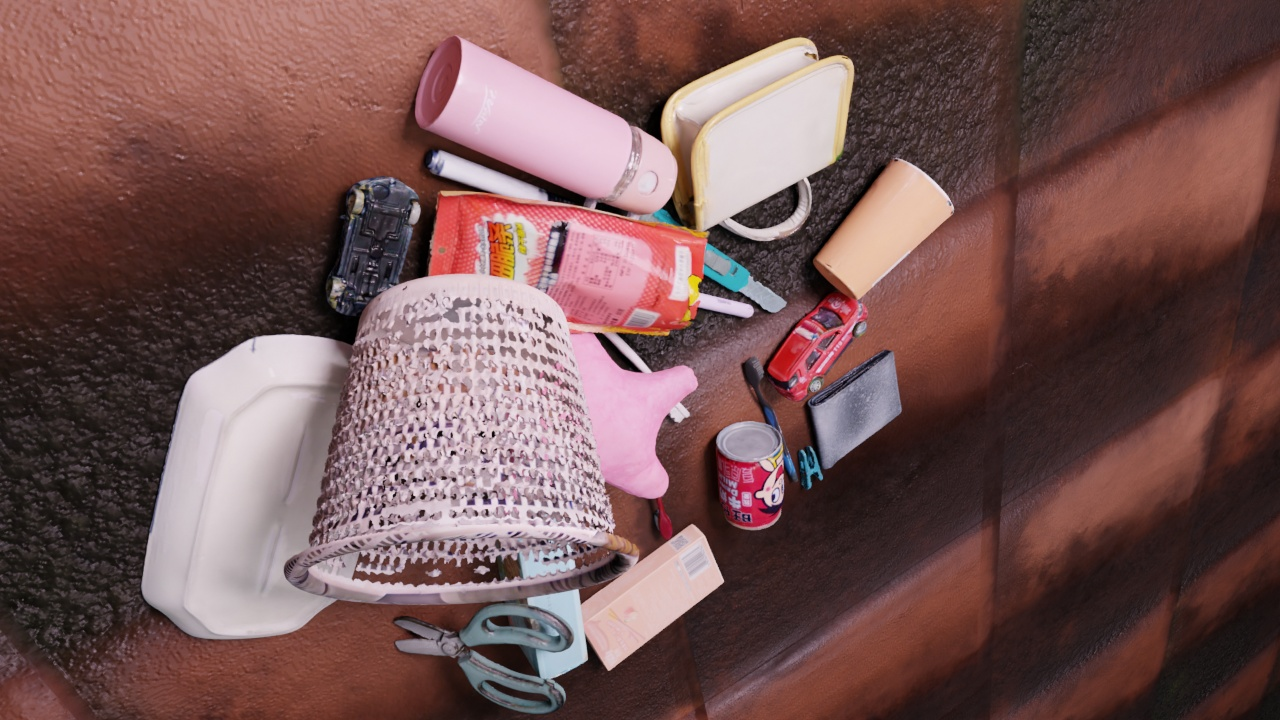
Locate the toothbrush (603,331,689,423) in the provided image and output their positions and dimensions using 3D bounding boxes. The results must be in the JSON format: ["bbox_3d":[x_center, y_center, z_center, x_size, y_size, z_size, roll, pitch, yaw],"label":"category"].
[{"bbox_3d":[-0.005,0.005,0.829,0.016,0.016,0.180,-42,130,0],"label":"toothbrush"}]

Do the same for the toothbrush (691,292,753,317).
[{"bbox_3d":[0.032,-0.061,0.816,0.189,0.029,0.021,11,148,-38],"label":"toothbrush"}]

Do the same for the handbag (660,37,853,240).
[{"bbox_3d":[0.098,-0.169,0.784,0.163,0.063,0.179,-29,141,-17],"label":"handbag"}]

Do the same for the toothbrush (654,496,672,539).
[{"bbox_3d":[0.008,0.101,0.889,0.016,0.017,0.188,-24,123,-17],"label":"toothbrush"}]

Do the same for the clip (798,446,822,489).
[{"bbox_3d":[0.186,0.117,1.013,0.048,0.014,0.057,-28,126,-15],"label":"clip"}]

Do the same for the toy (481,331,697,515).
[{"bbox_3d":[-0.043,0.040,0.776,0.194,0.074,0.178,-9,100,-13],"label":"toy"}]

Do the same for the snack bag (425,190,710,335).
[{"bbox_3d":[-0.057,-0.067,0.703,0.207,0.073,0.129,4,133,-19],"label":"snack bag"}]

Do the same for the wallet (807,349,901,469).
[{"bbox_3d":[0.238,0.053,1.011,0.120,0.019,0.097,-32,129,-17],"label":"wallet"}]

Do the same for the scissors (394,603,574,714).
[{"bbox_3d":[-0.137,0.273,0.824,0.178,0.019,0.169,-6,120,13],"label":"scissors"}]

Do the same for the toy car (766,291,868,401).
[{"bbox_3d":[0.174,-0.017,0.908,0.120,0.053,0.045,-51,132,-1],"label":"toy car"}]

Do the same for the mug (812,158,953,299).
[{"bbox_3d":[0.228,-0.121,0.878,0.123,0.078,0.078,-48,130,4],"label":"mug"}]

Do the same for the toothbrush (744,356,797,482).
[{"bbox_3d":[0.140,0.065,0.956,0.016,0.014,0.190,-53,135,-30],"label":"toothbrush"}]

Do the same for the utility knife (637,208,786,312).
[{"bbox_3d":[0.068,-0.088,0.827,0.209,0.013,0.029,27,98,-39],"label":"utility knife"}]

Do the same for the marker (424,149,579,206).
[{"bbox_3d":[-0.102,-0.129,0.692,0.130,0.018,0.022,13,87,-38],"label":"marker"}]

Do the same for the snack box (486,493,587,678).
[{"bbox_3d":[-0.094,0.202,0.836,0.051,0.074,0.175,-19,123,-25],"label":"snack box"}]

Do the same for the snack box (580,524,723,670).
[{"bbox_3d":[0.010,0.247,0.958,0.157,0.026,0.084,-33,128,-14],"label":"snack box"}]

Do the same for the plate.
[{"bbox_3d":[-0.274,0.109,0.695,0.161,0.034,0.266,10,109,-36],"label":"plate"}]

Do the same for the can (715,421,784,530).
[{"bbox_3d":[0.112,0.118,0.930,0.066,0.066,0.094,-21,124,-23],"label":"can"}]

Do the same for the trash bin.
[{"bbox_3d":[-0.121,0.056,0.637,0.227,0.192,0.228,-4,157,-2],"label":"trash bin"}]

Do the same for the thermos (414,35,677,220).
[{"bbox_3d":[-0.066,-0.155,0.673,0.198,0.067,0.087,18,111,-39],"label":"thermos"}]

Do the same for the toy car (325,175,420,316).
[{"bbox_3d":[-0.191,-0.081,0.651,0.048,0.031,0.106,7,113,-39],"label":"toy car"}]
